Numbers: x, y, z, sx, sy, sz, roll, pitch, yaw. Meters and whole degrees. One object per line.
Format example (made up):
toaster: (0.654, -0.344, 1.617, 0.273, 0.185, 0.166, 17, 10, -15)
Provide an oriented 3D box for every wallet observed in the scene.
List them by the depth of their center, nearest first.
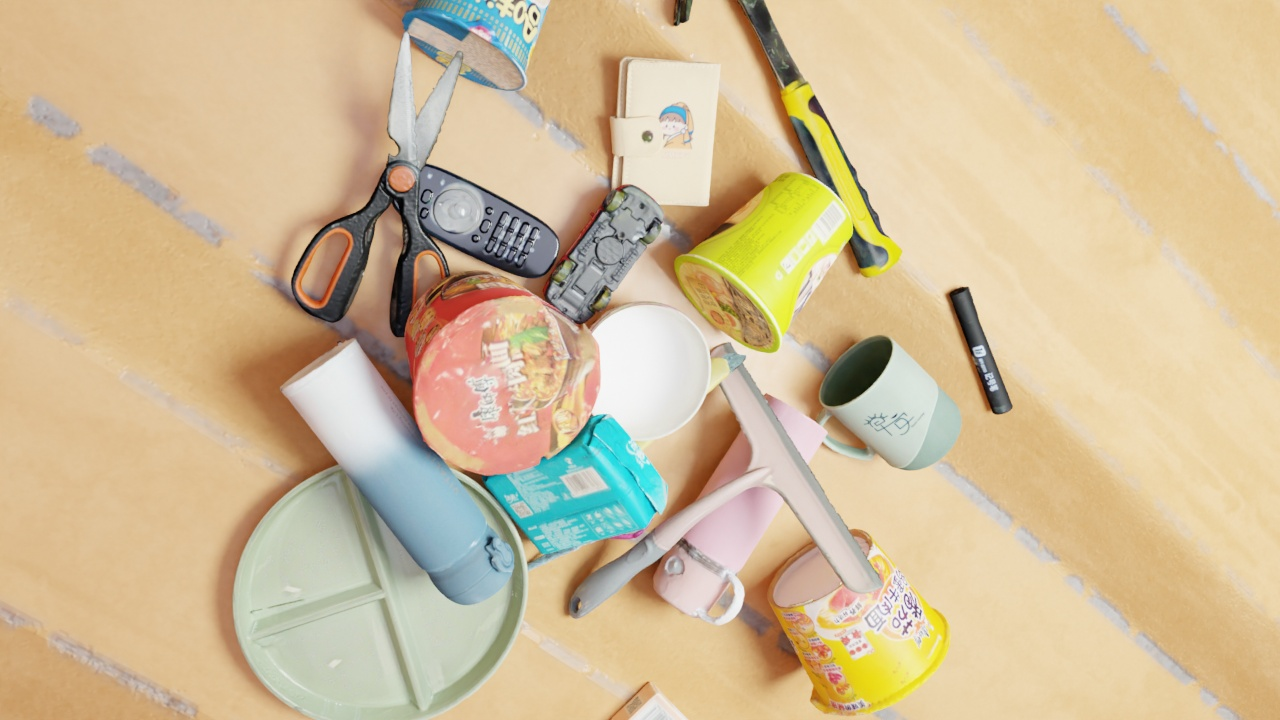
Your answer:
wallet: (0.018, -0.185, 0.746, 0.087, 0.024, 0.115, 1, 111, -7)

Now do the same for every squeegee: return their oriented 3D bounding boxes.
squeegee: (0.028, 0.144, 0.763, 0.250, 0.247, 0.040, -38, 149, 14)

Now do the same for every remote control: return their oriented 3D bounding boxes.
remote control: (-0.129, -0.109, 0.722, 0.136, 0.024, 0.053, 26, 95, -17)

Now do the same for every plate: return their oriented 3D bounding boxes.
plate: (-0.206, 0.187, 0.744, 0.230, 0.027, 0.230, -3, 100, -16)

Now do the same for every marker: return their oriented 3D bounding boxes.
marker: (0.326, -0.009, 0.878, 0.022, 0.020, 0.132, -37, 108, -39)

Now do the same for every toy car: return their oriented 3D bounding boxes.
toy car: (-0.032, -0.088, 0.744, 0.053, 0.045, 0.120, 38, 92, -21)

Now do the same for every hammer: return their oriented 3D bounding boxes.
hammer: (0.136, -0.214, 0.782, 0.126, 0.032, 0.323, -33, 107, -9)

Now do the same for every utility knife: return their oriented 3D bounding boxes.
utility knife: (0.023, 0.045, 0.783, 0.166, 0.031, 0.018, -44, 144, 4)

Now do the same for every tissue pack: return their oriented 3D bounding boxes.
tissue pack: (-0.055, 0.101, 0.736, 0.134, 0.050, 0.093, -21, 114, 31)

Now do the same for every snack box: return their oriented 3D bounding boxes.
snack box: (-0.019, 0.375, 0.830, 0.157, 0.026, 0.084, -42, 108, -7)

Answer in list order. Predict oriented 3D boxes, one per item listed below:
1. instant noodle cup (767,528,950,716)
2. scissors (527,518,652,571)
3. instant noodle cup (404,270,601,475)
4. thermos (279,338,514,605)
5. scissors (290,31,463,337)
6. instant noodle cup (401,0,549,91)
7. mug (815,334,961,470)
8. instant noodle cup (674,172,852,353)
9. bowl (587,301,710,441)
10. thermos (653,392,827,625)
instant noodle cup: (0.187, 0.226, 0.817, 0.138, 0.138, 0.110, -36, 99, -9)
scissors: (-0.046, 0.150, 0.773, 0.133, 0.056, 0.017, -29, 123, 10)
instant noodle cup: (-0.113, 0.001, 0.687, 0.137, 0.108, 0.138, -11, 118, -22)
thermos: (-0.176, 0.088, 0.690, 0.070, 0.070, 0.220, -36, 106, -9)
scissors: (-0.172, -0.117, 0.689, 0.229, 0.021, 0.190, -44, 117, 5)
instant noodle cup: (-0.106, -0.271, 0.673, 0.099, 0.099, 0.110, 26, 82, -19)
mug: (0.217, 0.050, 0.827, 0.106, 0.082, 0.112, 40, 116, -19)
instant noodle cup: (0.109, -0.087, 0.760, 0.123, 0.112, 0.111, -48, 108, -14)
bowl: (-0.004, 0.004, 0.758, 0.113, 0.062, 0.113, -3, 101, -16)
thermos: (0.090, 0.131, 0.794, 0.067, 0.087, 0.198, 36, 85, -45)
